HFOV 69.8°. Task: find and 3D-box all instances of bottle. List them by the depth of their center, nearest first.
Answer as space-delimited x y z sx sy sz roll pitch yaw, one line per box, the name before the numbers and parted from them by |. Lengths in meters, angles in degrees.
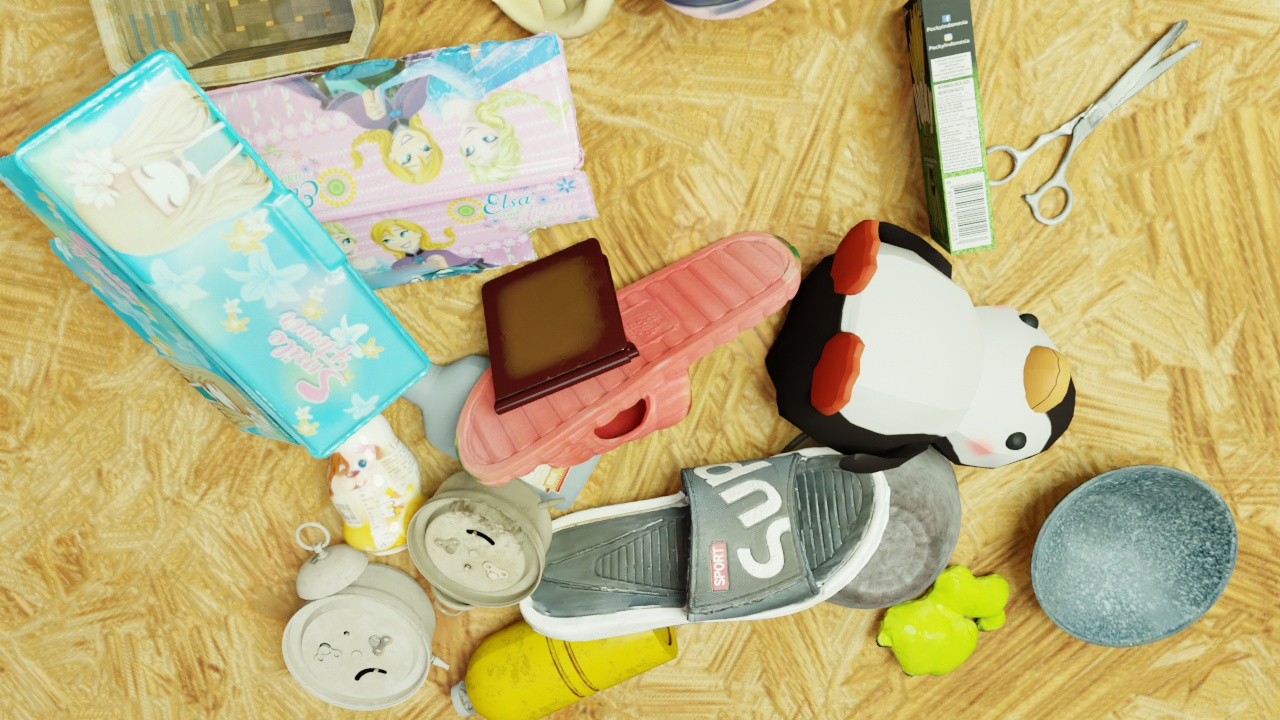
bottle | -0.106 0.037 0.628 0.161 0.046 0.072 28 105 -7
bottle | -0.184 0.077 0.630 0.063 0.063 0.109 -9 109 3
bottle | -0.060 0.217 0.669 0.164 0.071 0.071 -26 104 8

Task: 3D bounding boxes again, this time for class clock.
clock | -0.112 0.129 0.630 0.093 0.054 0.141 27 123 -3
clock | -0.207 0.179 0.666 0.103 0.061 0.157 -16 113 7

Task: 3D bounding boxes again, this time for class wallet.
wallet | -0.053 -0.023 0.577 0.091 0.115 0.018 -22 135 7

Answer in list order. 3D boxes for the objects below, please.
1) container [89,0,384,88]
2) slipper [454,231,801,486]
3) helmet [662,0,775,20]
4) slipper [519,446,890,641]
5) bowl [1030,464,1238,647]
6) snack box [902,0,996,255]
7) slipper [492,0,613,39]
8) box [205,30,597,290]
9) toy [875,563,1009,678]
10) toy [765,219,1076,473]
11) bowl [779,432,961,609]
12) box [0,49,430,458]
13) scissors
container | -0.230 -0.272 0.466 0.157 0.186 0.250 -8 106 3
slipper | -0.003 0.003 0.584 0.248 0.103 0.059 -33 132 -11
helmet | 0.068 -0.305 0.455 0.152 0.230 0.255 -19 102 -40
slipper | 0.030 0.118 0.601 0.264 0.111 0.063 -16 144 21
bowl | 0.332 0.126 0.642 0.137 0.057 0.137 0 107 1
snack box | 0.183 -0.143 0.548 0.025 0.080 0.147 -9 103 11
slipper | -0.114 -0.286 0.498 0.079 0.112 0.261 -36 101 -29
box | -0.146 -0.103 0.556 0.230 0.062 0.161 -9 127 4
toy | 0.223 0.192 0.675 0.094 0.036 0.093 14 101 -10
toy | 0.184 0.009 0.591 0.184 0.140 0.159 17 73 -14
bowl | 0.158 0.117 0.637 0.145 0.067 0.145 0 106 1
box | -0.250 -0.037 0.522 0.170 0.085 0.227 -22 125 16
scissors | 0.273 -0.155 0.583 0.117 0.014 0.161 19 108 -5
